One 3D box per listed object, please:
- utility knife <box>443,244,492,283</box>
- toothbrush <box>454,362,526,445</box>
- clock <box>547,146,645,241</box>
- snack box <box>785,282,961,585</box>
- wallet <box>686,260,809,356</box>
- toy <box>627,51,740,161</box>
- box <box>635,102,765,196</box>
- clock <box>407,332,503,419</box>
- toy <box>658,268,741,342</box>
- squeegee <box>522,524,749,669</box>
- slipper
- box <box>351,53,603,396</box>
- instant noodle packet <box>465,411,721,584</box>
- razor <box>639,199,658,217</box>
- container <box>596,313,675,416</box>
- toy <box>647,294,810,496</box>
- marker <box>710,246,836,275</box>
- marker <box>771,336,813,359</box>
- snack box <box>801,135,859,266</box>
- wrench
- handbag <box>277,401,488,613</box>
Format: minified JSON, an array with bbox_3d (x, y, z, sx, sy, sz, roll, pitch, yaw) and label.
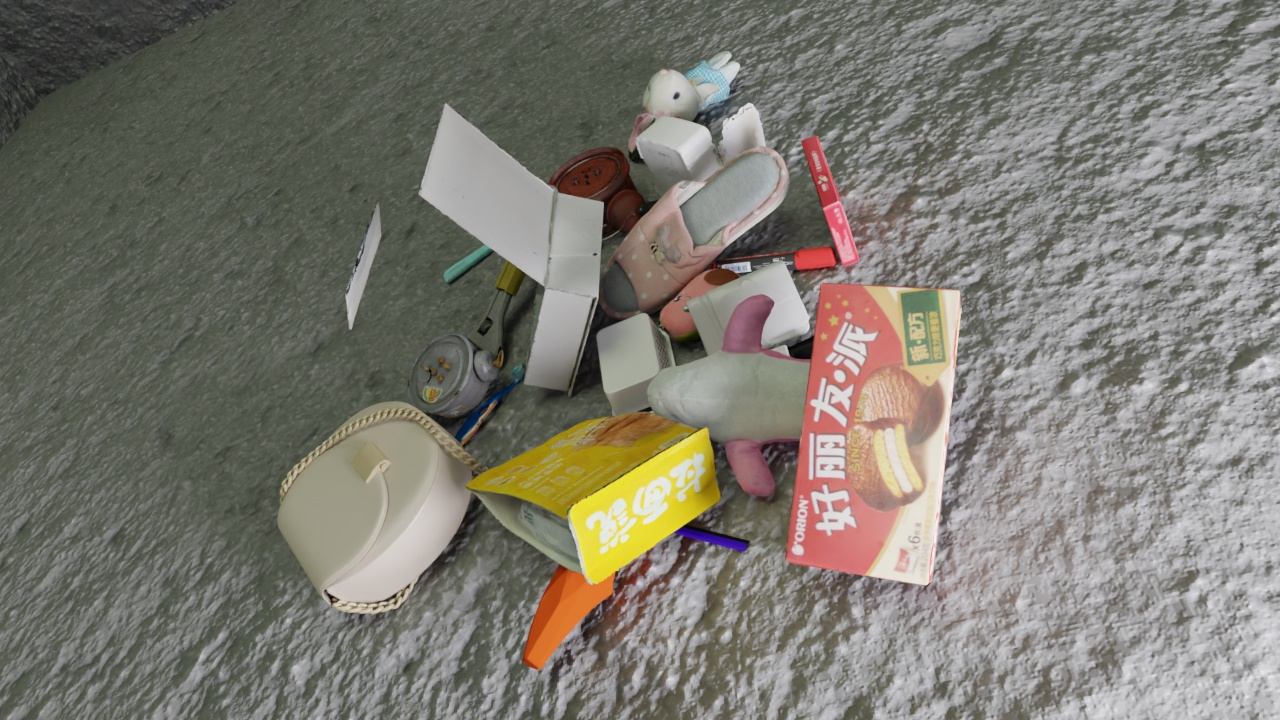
[{"bbox_3d":[-0.229,-0.154,1.316,0.128,0.015,0.022,-37,46,-8],"label":"utility knife"},{"bbox_3d":[-0.180,0.054,1.089,0.021,0.017,0.134,22,64,44],"label":"toothbrush"},{"bbox_3d":[-0.058,-0.212,1.228,0.121,0.072,0.157,-22,42,10],"label":"clock"},{"bbox_3d":[0.193,0.057,0.754,0.113,0.060,0.236,6,82,22],"label":"snack box"},{"bbox_3d":[0.114,-0.047,0.968,0.116,0.086,0.032,-27,4,8],"label":"wallet"},{"bbox_3d":[0.066,-0.373,1.287,0.131,0.106,0.205,28,69,40],"label":"toy"},{"bbox_3d":[0.090,-0.275,1.177,0.136,0.109,0.124,-47,45,-16],"label":"box"},{"bbox_3d":[-0.219,0.017,1.101,0.148,0.056,0.103,-19,58,27],"label":"clock"},{"bbox_3d":[0.073,-0.058,1.022,0.110,0.051,0.090,-34,44,-3],"label":"toy"},{"bbox_3d":[-0.051,0.201,0.846,0.250,0.055,0.184,8,47,35],"label":"squeegee"},{"bbox_3d":[0.052,-0.150,1.067,0.275,0.054,0.114,-40,60,16],"label":"slipper"},{"bbox_3d":[-0.132,-0.138,0.979,0.150,0.369,0.166,-18,43,18],"label":"box"},{"bbox_3d":[-0.054,0.113,0.889,0.162,0.084,0.222,-29,23,-30],"label":"instant noodle packet"},{"bbox_3d":[0.055,-0.174,1.149,0.141,0.053,0.063,13,84,43],"label":"razor"},{"bbox_3d":[-0.006,0.006,1.009,0.081,0.049,0.129,-22,43,11],"label":"container"},{"bbox_3d":[0.139,0.030,0.878,0.266,0.127,0.186,0,93,28],"label":"toy"},{"bbox_3d":[0.150,-0.112,1.050,0.145,0.023,0.021,-3,57,27],"label":"marker"},{"bbox_3d":[0.131,0.003,0.952,0.126,0.025,0.025,-19,44,13],"label":"marker"},{"bbox_3d":[0.213,-0.180,1.029,0.021,0.089,0.132,-19,43,14],"label":"snack box"},{"bbox_3d":[-0.164,-0.104,1.173,0.084,0.018,0.273,12,75,47],"label":"wrench"},{"bbox_3d":[-0.285,0.154,1.009,0.208,0.103,0.211,-49,44,-8],"label":"handbag"}]
